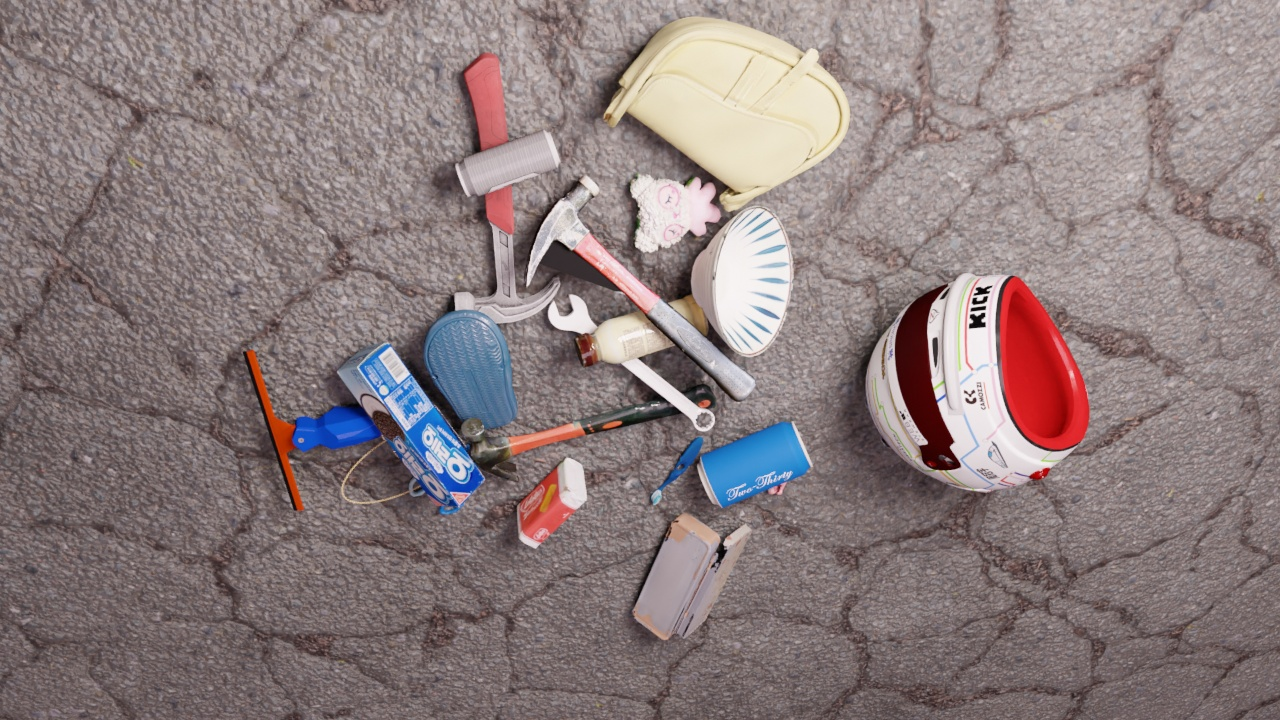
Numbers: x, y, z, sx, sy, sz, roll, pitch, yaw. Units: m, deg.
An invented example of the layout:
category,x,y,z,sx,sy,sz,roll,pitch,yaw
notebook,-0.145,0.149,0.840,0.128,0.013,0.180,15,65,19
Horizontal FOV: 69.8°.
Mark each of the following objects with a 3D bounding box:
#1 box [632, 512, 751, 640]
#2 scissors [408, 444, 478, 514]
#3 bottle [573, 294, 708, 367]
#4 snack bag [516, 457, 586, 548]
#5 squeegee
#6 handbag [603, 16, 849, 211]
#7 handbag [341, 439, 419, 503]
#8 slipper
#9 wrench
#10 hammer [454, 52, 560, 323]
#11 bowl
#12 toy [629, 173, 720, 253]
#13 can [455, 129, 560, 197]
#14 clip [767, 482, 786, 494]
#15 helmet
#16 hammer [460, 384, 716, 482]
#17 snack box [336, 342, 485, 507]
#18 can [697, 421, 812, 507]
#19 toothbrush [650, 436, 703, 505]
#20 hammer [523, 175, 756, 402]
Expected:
category,x,y,z,sx,sy,sz,roll,pitch,yaw
box,0.075,0.326,1.407,0.105,0.096,0.217,29,121,15
scissors,-0.268,0.158,1.270,0.104,0.019,0.132,19,116,-21
bottle,0.000,-0.033,1.132,0.162,0.056,0.057,-17,125,-10
snack bag,-0.124,0.198,1.273,0.036,0.077,0.116,34,113,-28
squeegee,-0.381,0.085,1.180,0.184,0.055,0.250,-12,122,-13
handbag,0.098,-0.270,0.979,0.232,0.088,0.191,30,110,-24
handbag,-0.329,0.145,1.238,0.178,0.027,0.084,-29,114,12
slipper,-0.210,0.012,1.152,0.104,0.059,0.214,-7,139,-1
wrench,-0.007,0.007,1.176,0.273,0.009,0.047,39,92,-19
hammer,-0.160,-0.186,1.044,0.126,0.036,0.316,-4,123,-8
bowl,0.109,-0.096,1.096,0.071,0.176,0.177,8,134,37
toy,0.042,-0.175,1.074,0.109,0.041,0.096,-11,123,-7
can,-0.142,-0.212,0.987,0.106,0.044,0.044,-20,124,0
clip,0.197,0.172,1.333,0.037,0.022,0.058,3,125,-14
helmet,0.397,0.032,1.140,0.237,0.230,0.314,-11,140,44
hammer,-0.061,0.087,1.223,0.333,0.033,0.133,-14,141,-3
snack box,-0.286,0.084,1.155,0.060,0.059,0.226,-8,122,45
can,0.158,0.144,1.274,0.146,0.078,0.079,-24,123,8
toothbrush,0.052,0.158,1.307,0.021,0.016,0.133,23,118,-23
hammer,0.007,-0.057,1.081,0.326,0.036,0.140,41,89,-15
